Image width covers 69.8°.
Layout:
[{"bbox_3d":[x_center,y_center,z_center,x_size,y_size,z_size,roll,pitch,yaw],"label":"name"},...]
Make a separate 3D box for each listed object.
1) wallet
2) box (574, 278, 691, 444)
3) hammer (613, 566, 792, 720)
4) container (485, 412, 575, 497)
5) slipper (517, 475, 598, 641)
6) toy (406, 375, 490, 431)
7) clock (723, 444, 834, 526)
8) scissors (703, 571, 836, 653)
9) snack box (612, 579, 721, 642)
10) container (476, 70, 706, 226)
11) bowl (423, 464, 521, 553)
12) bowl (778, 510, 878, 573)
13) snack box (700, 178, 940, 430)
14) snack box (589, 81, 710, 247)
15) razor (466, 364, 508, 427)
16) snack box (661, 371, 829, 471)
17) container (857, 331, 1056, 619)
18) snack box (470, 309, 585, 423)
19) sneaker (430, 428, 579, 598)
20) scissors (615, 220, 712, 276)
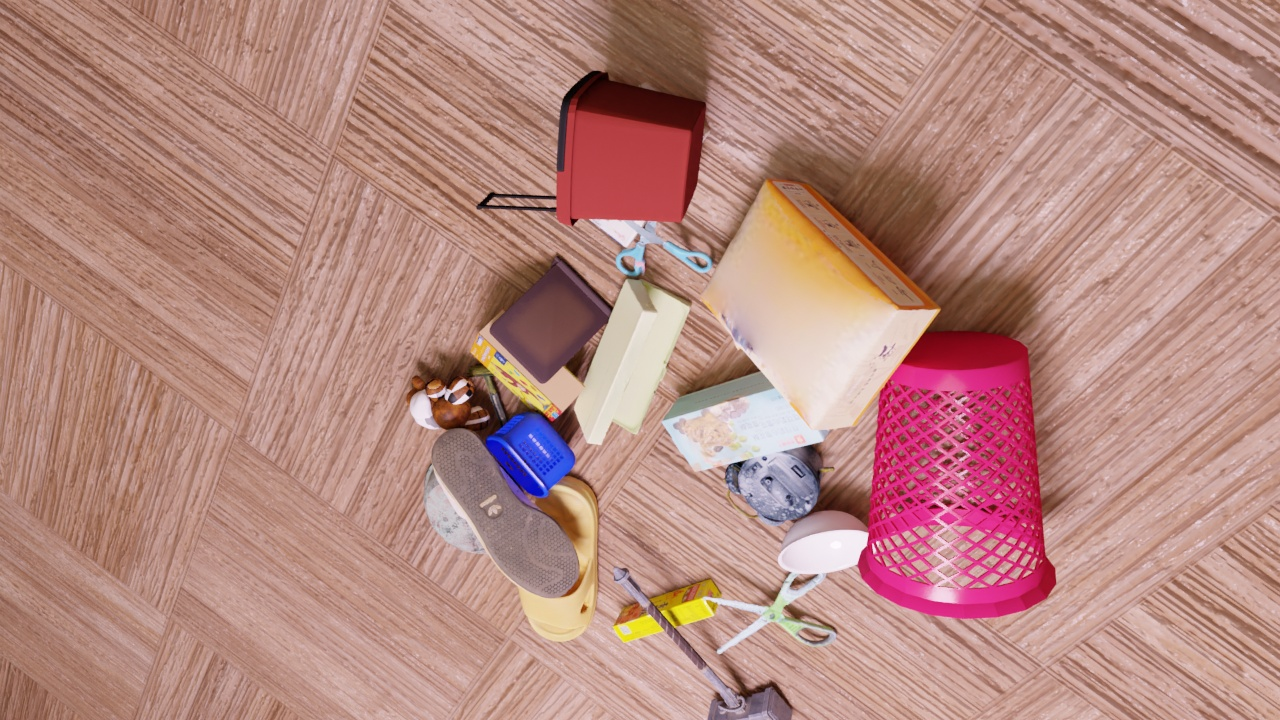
[{"bbox_3d":[-0.098,-0.044,1.007,0.091,0.115,0.018,45,165,-3],"label":"wallet"},{"bbox_3d":[-0.019,0.002,1.020,0.077,0.089,0.188,46,130,33],"label":"box"},{"bbox_3d":[0.063,0.363,1.137,0.099,0.044,0.322,-25,114,31],"label":"hammer"},{"bbox_3d":[-0.128,0.108,1.090,0.096,0.058,0.114,50,161,-7],"label":"container"},{"bbox_3d":[-0.107,0.272,1.178,0.099,0.078,0.264,15,118,15],"label":"slipper"},{"bbox_3d":[-0.246,0.055,1.131,0.113,0.067,0.087,17,137,49],"label":"toy"},{"bbox_3d":[0.147,0.135,1.016,0.090,0.052,0.130,45,122,-4],"label":"clock"},{"bbox_3d":[0.158,0.297,1.094,0.171,0.023,0.169,17,117,-9],"label":"scissors"},{"bbox_3d":[0.033,0.319,1.164,0.148,0.040,0.029,-27,103,31],"label":"snack box"},{"bbox_3d":[-0.049,-0.193,0.844,0.201,0.147,0.127,9,119,7],"label":"container"},{"bbox_3d":[-0.226,0.197,1.211,0.158,0.038,0.158,10,118,18],"label":"bowl"},{"bbox_3d":[0.204,0.194,1.016,0.110,0.040,0.110,-4,144,-3],"label":"bowl"},{"bbox_3d":[0.151,-0.053,0.847,0.195,0.080,0.145,54,131,34],"label":"snack box"},{"bbox_3d":[-0.005,-0.195,0.928,0.082,0.026,0.150,39,123,0],"label":"snack box"},{"bbox_3d":[-0.177,0.053,1.130,0.042,0.026,0.106,-5,117,22],"label":"razor"},{"bbox_3d":[0.113,0.061,0.977,0.175,0.053,0.075,-19,113,39],"label":"snack box"},{"bbox_3d":[0.298,0.097,0.873,0.183,0.182,0.226,1,108,22],"label":"container"},{"bbox_3d":[-0.130,0.010,1.049,0.126,0.040,0.088,44,160,-3],"label":"snack box"},{"bbox_3d":[-0.175,0.190,1.115,0.241,0.088,0.102,53,154,-5],"label":"sneaker"},{"bbox_3d":[0.023,-0.114,0.934,0.125,0.015,0.136,12,160,-3],"label":"scissors"}]
